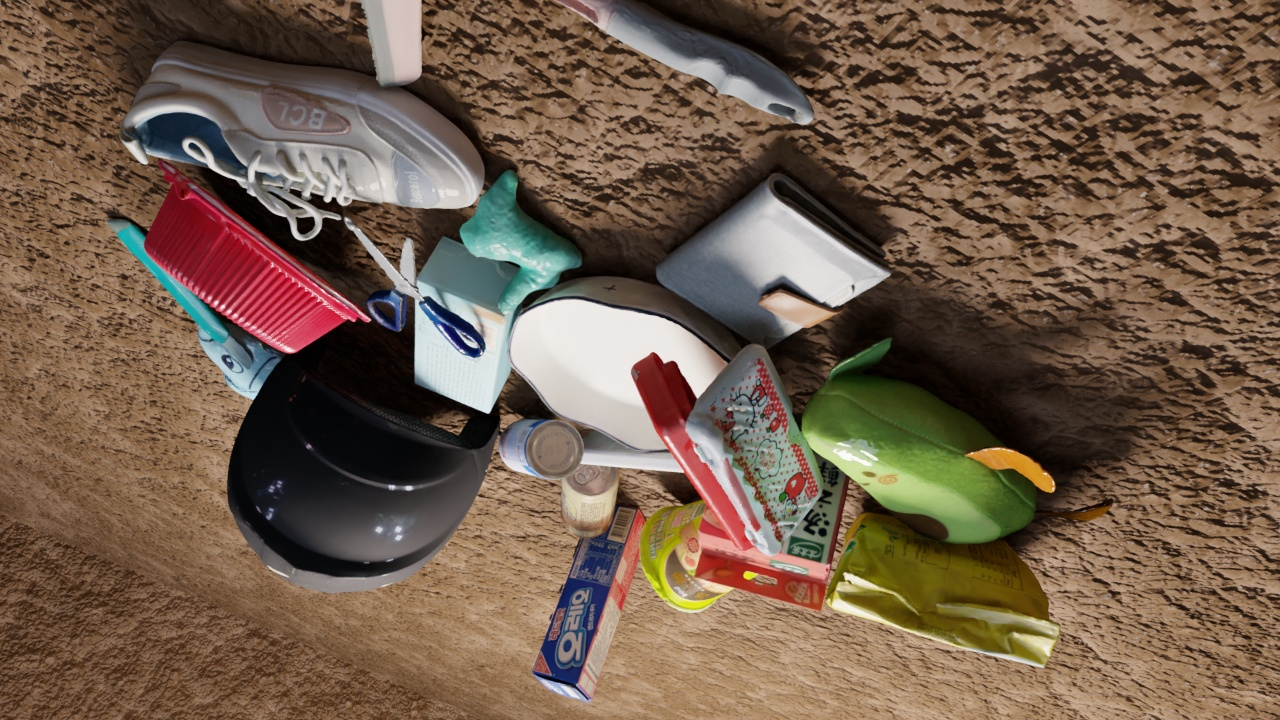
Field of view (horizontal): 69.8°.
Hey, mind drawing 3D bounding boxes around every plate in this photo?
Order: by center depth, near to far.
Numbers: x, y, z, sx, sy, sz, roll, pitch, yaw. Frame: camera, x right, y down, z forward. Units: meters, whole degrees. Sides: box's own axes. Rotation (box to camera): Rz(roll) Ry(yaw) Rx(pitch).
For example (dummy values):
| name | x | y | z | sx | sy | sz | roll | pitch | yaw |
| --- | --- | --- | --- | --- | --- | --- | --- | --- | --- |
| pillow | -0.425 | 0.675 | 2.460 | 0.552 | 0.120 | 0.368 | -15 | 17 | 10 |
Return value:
| name | x | y | z | sx | sy | sz | roll | pitch | yaw |
| --- | --- | --- | --- | --- | --- | --- | --- | --- | --- |
| plate | -0.004 | 0.004 | 0.738 | 0.205 | 0.045 | 0.205 | 14 | 147 | 9 |

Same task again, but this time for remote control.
| name | x | y | z | sx | sy | sz | roll | pitch | yaw |
| --- | --- | --- | --- | --- | --- | --- | --- | --- | --- |
| remote control | 0.006 | 0.082 | 0.842 | 0.136 | 0.055 | 0.020 | 1 | 111 | 29 |

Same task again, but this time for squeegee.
| name | x | y | z | sx | sy | sz | roll | pitch | yaw |
| --- | --- | --- | --- | --- | --- | --- | --- | --- | --- |
| squeegee | -0.023 | -0.178 | 0.477 | 0.249 | 0.040 | 0.248 | 18 | 165 | -6 |

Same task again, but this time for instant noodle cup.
| name | x | y | z | sx | sy | sz | roll | pitch | yaw |
| --- | --- | --- | --- | --- | --- | --- | --- | --- | --- |
| instant noodle cup | -0.304 | -0.068 | 0.709 | 0.194 | 0.065 | 0.194 | 36 | 173 | 5 |
| instant noodle cup | 0.078 | 0.179 | 0.909 | 0.111 | 0.111 | 0.124 | 33 | 139 | -19 |

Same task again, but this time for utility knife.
| name | x | y | z | sx | sy | sz | roll | pitch | yaw |
| --- | --- | --- | --- | --- | --- | --- | --- | --- | --- |
| utility knife | -0.439 | -0.063 | 0.885 | 0.029 | 0.013 | 0.187 | -22 | 116 | 27 |

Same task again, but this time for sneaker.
| name | x | y | z | sx | sy | sz | roll | pitch | yaw |
| --- | --- | --- | --- | --- | --- | --- | --- | --- | --- |
| sneaker | -0.227 | -0.138 | 0.607 | 0.242 | 0.090 | 0.090 | 17 | 149 | 6 |

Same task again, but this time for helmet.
| name | x | y | z | sx | sy | sz | roll | pitch | yaw |
| --- | --- | --- | --- | --- | --- | --- | --- | --- | --- |
| helmet | -0.283 | 0.113 | 0.901 | 0.233 | 0.229 | 0.275 | 29 | 154 | -9 |

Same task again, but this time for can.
| name | x | y | z | sx | sy | sz | roll | pitch | yaw |
| --- | --- | --- | --- | --- | --- | --- | --- | --- | --- |
| can | -0.097 | 0.082 | 0.866 | 0.053 | 0.053 | 0.135 | 31 | 167 | -16 |
| can | -0.054 | 0.140 | 0.960 | 0.058 | 0.058 | 0.116 | 18 | 148 | 5 |

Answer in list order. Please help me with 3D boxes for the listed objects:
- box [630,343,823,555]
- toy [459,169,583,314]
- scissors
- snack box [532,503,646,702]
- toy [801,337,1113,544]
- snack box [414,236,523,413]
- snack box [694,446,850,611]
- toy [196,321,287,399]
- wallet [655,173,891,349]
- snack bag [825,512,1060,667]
| name | x | y | z | sx | sy | sz | roll | pitch | yaw |
| --- | --- | --- | --- | --- | --- | --- | --- | --- | --- |
| box | 0.080 | 0.064 | 0.683 | 0.098 | 0.095 | 0.201 | -27 | 137 | 4 |
| toy | -0.087 | -0.078 | 0.656 | 0.092 | 0.030 | 0.097 | 29 | 113 | -31 |
| scissors | -0.164 | -0.046 | 0.670 | 0.163 | 0.012 | 0.163 | 35 | 155 | -26 |
| snack box | -0.051 | 0.257 | 0.995 | 0.057 | 0.207 | 0.058 | 7 | 146 | 21 |
| toy | 0.213 | 0.078 | 0.675 | 0.246 | 0.089 | 0.227 | 31 | 161 | -23 |
| snack box | -0.145 | -0.024 | 0.769 | 0.074 | 0.051 | 0.175 | 23 | 148 | 0 |
| snack box | 0.114 | 0.136 | 0.790 | 0.113 | 0.126 | 0.044 | 12 | 148 | 14 |
| toy | -0.407 | 0.010 | 0.977 | 0.161 | 0.049 | 0.157 | 38 | 145 | -29 |
| wallet | 0.084 | -0.056 | 0.601 | 0.106 | 0.036 | 0.130 | 33 | 147 | -17 |
| snack bag | 0.239 | 0.175 | 0.750 | 0.158 | 0.068 | 0.246 | 11 | 179 | 15 |
